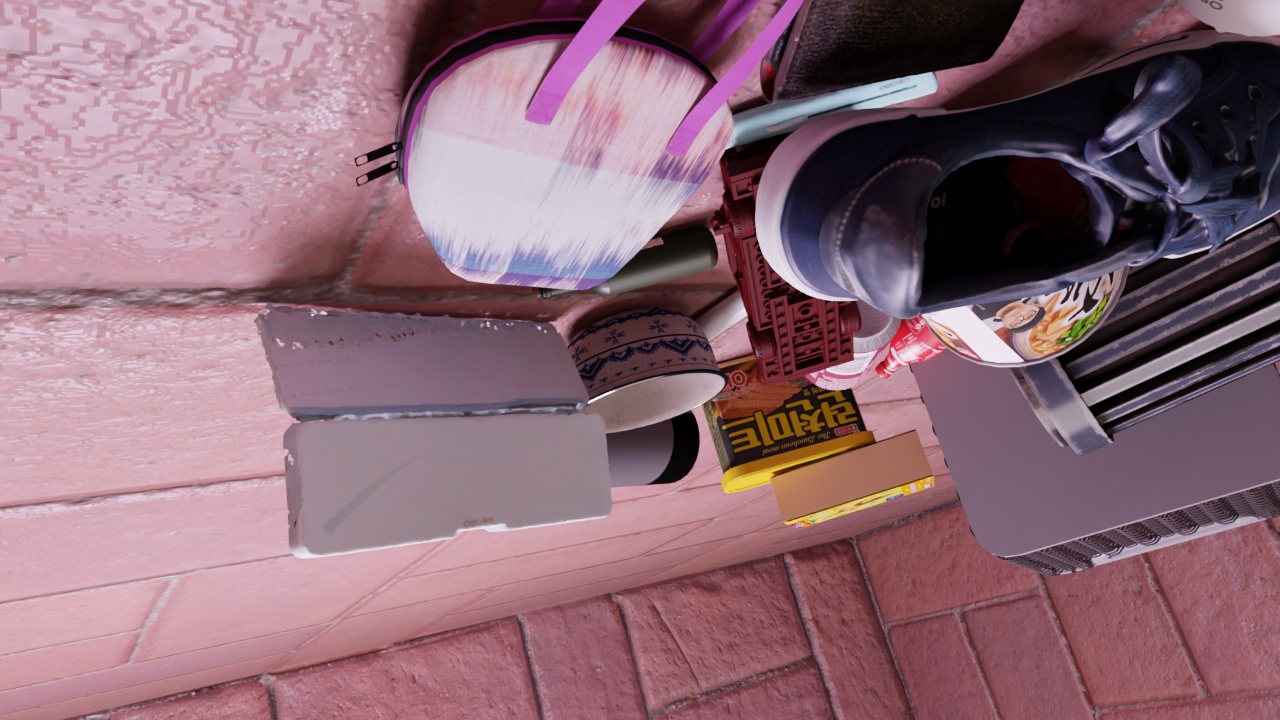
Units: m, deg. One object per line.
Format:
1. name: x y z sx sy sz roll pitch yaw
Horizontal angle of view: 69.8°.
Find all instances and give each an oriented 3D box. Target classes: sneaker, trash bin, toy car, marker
1. sneaker: 0.203 -0.074 0.367 0.294 0.121 0.127 -14 -153 -17
2. trash bin: 0.336 -0.051 0.554 0.228 0.164 0.164 -31 158 25
3. toy car: 0.080 -0.060 0.498 0.070 0.061 0.170 -17 142 2
4. marker: 0.072 -0.042 0.628 0.020 0.020 0.142 -1 157 -40

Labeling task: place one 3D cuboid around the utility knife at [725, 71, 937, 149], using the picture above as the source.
1. utility knife: 0.053 -0.109 0.422 0.168 0.015 0.022 -15 149 6

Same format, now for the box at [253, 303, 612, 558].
1. box: -0.102 0.033 0.506 0.196 0.136 0.043 3 157 -46

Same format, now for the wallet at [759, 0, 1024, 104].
1. wallet: 0.101 -0.145 0.331 0.099 0.031 0.120 -16 160 -11

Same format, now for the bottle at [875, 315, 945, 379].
1. bottle: 0.227 -0.037 0.686 0.041 0.042 0.142 1 137 -44

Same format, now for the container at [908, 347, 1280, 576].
1. container: 0.378 0.030 0.754 0.248 0.245 0.243 -26 157 27

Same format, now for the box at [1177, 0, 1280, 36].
1. box: 0.234 -0.160 0.322 0.092 0.081 0.161 -34 160 14

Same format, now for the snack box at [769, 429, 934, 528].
1. snack box: 0.185 0.105 0.793 0.126 0.040 0.088 -20 162 13

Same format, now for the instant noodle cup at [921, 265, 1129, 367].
1. instant noodle cup: 0.185 -0.070 0.502 0.124 0.123 0.121 -28 150 32

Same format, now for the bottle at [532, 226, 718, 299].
1. bottle: -0.009 -0.051 0.517 0.106 0.025 0.025 -15 162 -3

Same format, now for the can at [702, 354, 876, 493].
1. can: 0.123 0.047 0.803 0.130 0.101 0.073 -15 162 -5

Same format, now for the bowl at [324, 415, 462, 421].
1. bowl: -0.135 0.029 0.562 0.052 0.124 0.124 -52 157 2

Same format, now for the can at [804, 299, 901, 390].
1. can: 0.153 -0.021 0.689 0.063 0.063 0.114 -16 162 -2

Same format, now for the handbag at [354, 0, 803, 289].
1. handbag: -0.007 -0.101 0.328 0.144 0.068 0.170 1 149 -44

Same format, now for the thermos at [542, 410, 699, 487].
1. thermos: -0.056 0.060 0.719 0.082 0.082 0.240 -29 158 36

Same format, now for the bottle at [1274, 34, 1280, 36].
1. bottle: 0.314 -0.143 0.464 0.109 0.063 0.063 -26 160 29

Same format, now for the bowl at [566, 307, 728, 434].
1. bowl: -0.004 0.004 0.631 0.115 0.059 0.116 -15 162 -5
